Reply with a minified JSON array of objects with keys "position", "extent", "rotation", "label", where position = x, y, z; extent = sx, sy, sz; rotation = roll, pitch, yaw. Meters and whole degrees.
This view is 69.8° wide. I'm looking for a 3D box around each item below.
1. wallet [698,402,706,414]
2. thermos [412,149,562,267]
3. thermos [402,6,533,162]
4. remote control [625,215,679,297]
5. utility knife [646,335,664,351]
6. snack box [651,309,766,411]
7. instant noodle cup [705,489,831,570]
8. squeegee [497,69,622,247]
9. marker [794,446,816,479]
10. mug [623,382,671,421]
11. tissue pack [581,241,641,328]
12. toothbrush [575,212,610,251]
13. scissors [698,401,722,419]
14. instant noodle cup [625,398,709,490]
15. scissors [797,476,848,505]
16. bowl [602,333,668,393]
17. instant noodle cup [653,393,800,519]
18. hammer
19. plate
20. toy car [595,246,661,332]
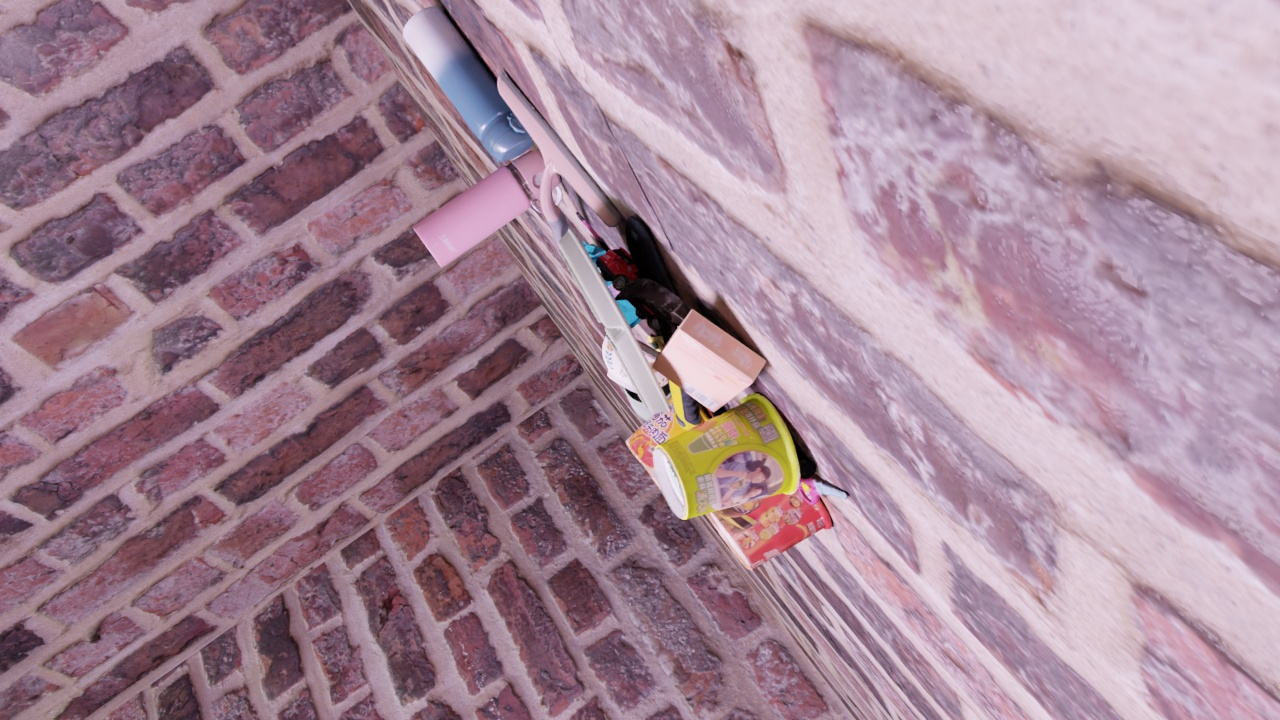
[{"position":[0.072,0.050,1.346],"extent":[0.115,0.024,0.087],"rotation":[57,175,-33],"label":"wallet"},{"position":[-0.195,-0.197,1.214],"extent":[0.067,0.198,0.087],"rotation":[44,166,54],"label":"thermos"},{"position":[-0.219,-0.355,1.187],"extent":[0.220,0.070,0.070],"rotation":[53,174,7],"label":"thermos"},{"position":[0.011,-0.098,0.977],"extent":[0.053,0.024,0.136],"rotation":[47,171,40],"label":"remote control"},{"position":[0.028,-0.026,1.329],"extent":[0.031,0.018,0.166],"rotation":[49,170,-5],"label":"utility knife"},{"position":[0.063,0.004,0.902],"extent":[0.084,0.026,0.157],"rotation":[36,163,0],"label":"snack box"},{"position":[0.140,0.173,1.075],"extent":[0.138,0.108,0.138],"rotation":[53,174,7],"label":"instant noodle cup"},{"position":[-0.105,-0.192,1.148],"extent":[0.247,0.040,0.250],"rotation":[51,166,19],"label":"squeegee"},{"position":[0.145,0.085,0.981],"extent":[0.022,0.020,0.132],"rotation":[40,-176,-35],"label":"marker"},{"position":[0.034,0.053,1.446],"extent":[0.112,0.082,0.106],"rotation":[19,162,17],"label":"mug"},{"position":[-0.047,-0.105,1.278],"extent":[0.133,0.050,0.093],"rotation":[57,175,-20],"label":"tissue pack"},{"position":[-0.024,-0.111,1.093],"extent":[0.189,0.017,0.014],"rotation":[47,173,-39],"label":"toothbrush"},{"position":[0.097,0.066,1.264],"extent":[0.190,0.021,0.229],"rotation":[57,178,16],"label":"scissors"},{"position":[0.053,0.123,1.274],"extent":[0.138,0.109,0.138],"rotation":[52,175,6],"label":"instant noodle cup"},{"position":[0.184,0.130,0.944],"extent":[0.056,0.017,0.133],"rotation":[63,170,-4],"label":"scissors"},{"position":[-0.008,0.007,1.284],"extent":[0.113,0.062,0.113],"rotation":[28,-174,-4],"label":"bowl"},{"position":[0.082,0.105,0.943],"extent":[0.112,0.123,0.111],"rotation":[161,90,-75],"label":"instant noodle cup"},{"position":[0.042,0.006,1.068],"extent":[0.126,0.031,0.324],"rotation":[37,164,23],"label":"hammer"},{"position":[-0.031,-0.039,1.005],"extent":[0.230,0.027,0.230],"rotation":[60,178,3],"label":"plate"},{"position":[-0.003,-0.083,1.075],"extent":[0.120,0.045,0.053],"rotation":[49,179,-31],"label":"toy car"}]
